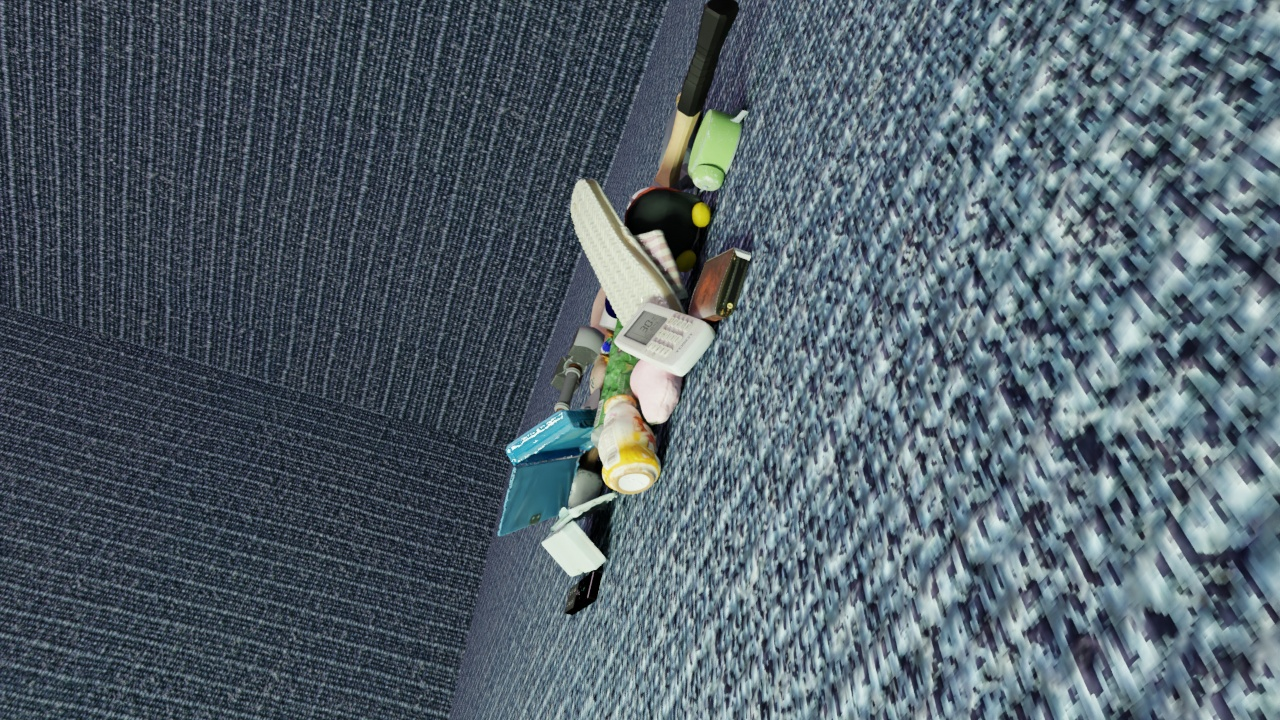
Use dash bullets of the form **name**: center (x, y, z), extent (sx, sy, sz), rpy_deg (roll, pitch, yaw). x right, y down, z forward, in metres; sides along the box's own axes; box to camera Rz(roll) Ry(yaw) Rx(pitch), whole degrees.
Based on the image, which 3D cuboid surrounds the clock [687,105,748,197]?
- **clock**: center (0.089, -0.257, 1.128), extent (0.094, 0.042, 0.119), rpy_deg (-97, 25, -71)

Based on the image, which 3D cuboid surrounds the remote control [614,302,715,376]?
- **remote control**: center (0.024, -0.024, 0.957), extent (0.060, 0.025, 0.138), rpy_deg (-51, 30, -8)

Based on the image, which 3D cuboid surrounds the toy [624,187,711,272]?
- **toy**: center (0.028, -0.172, 1.153), extent (0.119, 0.099, 0.098), rpy_deg (-103, 30, -71)

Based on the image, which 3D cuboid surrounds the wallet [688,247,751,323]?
- **wallet**: center (0.077, -0.073, 0.926), extent (0.123, 0.019, 0.072), rpy_deg (176, 111, -81)

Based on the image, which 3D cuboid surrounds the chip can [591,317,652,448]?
- **chip can**: center (-0.007, 0.008, 1.117), extent (0.076, 0.075, 0.222), rpy_deg (120, 164, -55)

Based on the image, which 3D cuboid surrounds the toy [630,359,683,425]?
- **toy**: center (0.020, 0.015, 1.003), extent (0.102, 0.050, 0.093), rpy_deg (-127, 56, -68)

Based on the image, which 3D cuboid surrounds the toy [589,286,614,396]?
- **toy**: center (-0.049, -0.056, 1.526), extent (0.263, 0.065, 0.196), rpy_deg (-89, 14, -57)

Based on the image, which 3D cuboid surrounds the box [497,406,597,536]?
- **box**: center (-0.105, 0.124, 1.147), extent (0.173, 0.066, 0.231), rpy_deg (-55, -14, 6)

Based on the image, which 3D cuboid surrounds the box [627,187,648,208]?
- **box**: center (0.001, -0.182, 1.336), extent (0.159, 0.119, 0.084), rpy_deg (-91, -18, -58)

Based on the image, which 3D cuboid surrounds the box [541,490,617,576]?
- **box**: center (-0.073, 0.220, 1.215), extent (0.096, 0.086, 0.199), rpy_deg (-44, -1, -22)

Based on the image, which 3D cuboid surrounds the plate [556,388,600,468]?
- **plate**: center (-0.101, 0.121, 1.349), extent (0.178, 0.012, 0.178), rpy_deg (-158, 91, -80)

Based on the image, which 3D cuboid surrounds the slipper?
- **slipper**: center (-0.007, -0.114, 1.086), extent (0.262, 0.052, 0.115), rpy_deg (58, 148, 27)

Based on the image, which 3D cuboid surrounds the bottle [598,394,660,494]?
- **bottle**: center (-0.015, 0.088, 0.988), extent (0.063, 0.063, 0.108), rpy_deg (115, 153, -43)

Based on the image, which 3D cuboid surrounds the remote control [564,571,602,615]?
- **remote control**: center (-0.075, 0.299, 1.174), extent (0.150, 0.013, 0.034), rpy_deg (125, 160, -63)

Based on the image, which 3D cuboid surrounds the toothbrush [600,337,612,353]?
- **toothbrush**: center (-0.022, -0.045, 1.332), extent (0.016, 0.015, 0.186), rpy_deg (-59, -5, 26)

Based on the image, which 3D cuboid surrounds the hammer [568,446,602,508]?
- **hammer**: center (-0.041, 0.060, 1.330), extent (0.098, 0.052, 0.328), rpy_deg (-117, 48, -77)

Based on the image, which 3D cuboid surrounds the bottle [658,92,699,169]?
- **bottle**: center (0.066, -0.368, 1.465), extent (0.072, 0.046, 0.160), rpy_deg (119, 165, -53)

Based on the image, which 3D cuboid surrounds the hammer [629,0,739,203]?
- **hammer**: center (0.058, -0.304, 1.149), extent (0.130, 0.039, 0.329), rpy_deg (-46, -14, -33)

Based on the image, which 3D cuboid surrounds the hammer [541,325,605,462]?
- **hammer**: center (-0.129, 0.104, 1.391), extent (0.156, 0.043, 0.321), rpy_deg (126, 163, -52)

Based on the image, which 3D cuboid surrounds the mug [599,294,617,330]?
- **mug**: center (-0.012, -0.086, 1.238), extent (0.111, 0.079, 0.097), rpy_deg (19, -92, -62)
